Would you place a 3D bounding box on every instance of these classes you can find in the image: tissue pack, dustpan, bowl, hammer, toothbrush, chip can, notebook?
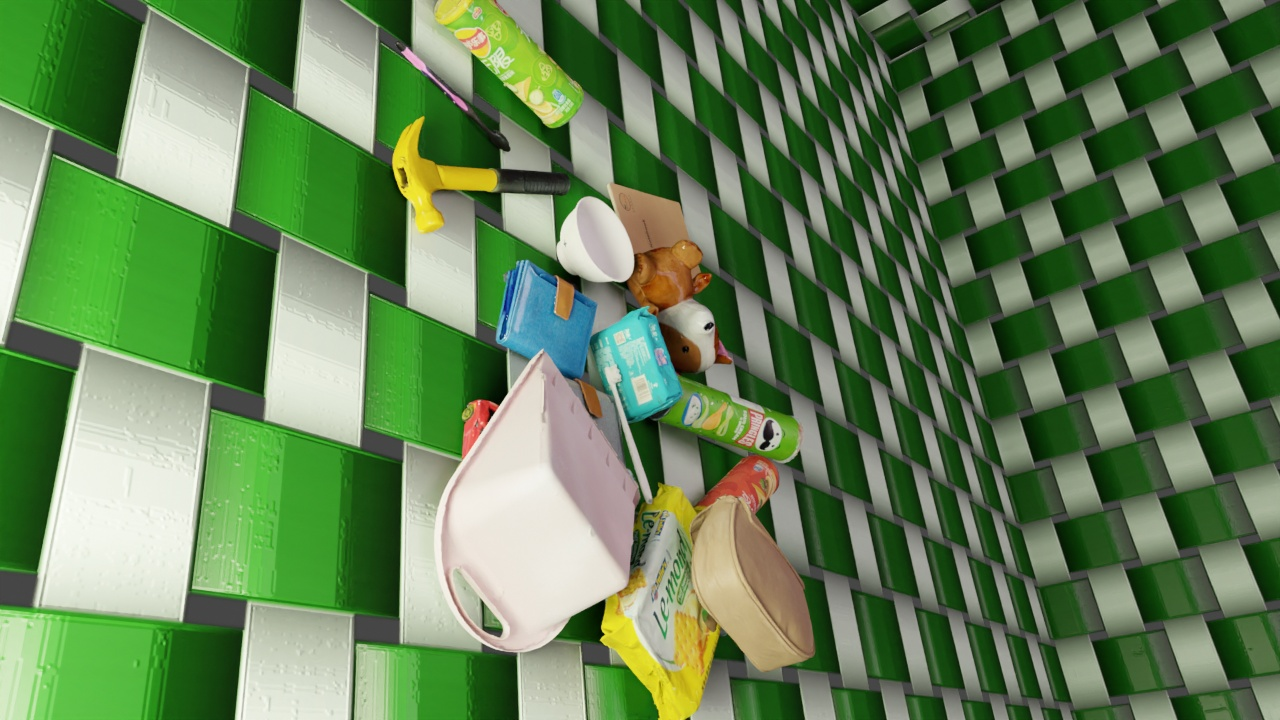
[{"bbox_3d":[-0.007,0.007,1.162,0.050,0.093,0.133,-10,79,-54],"label":"tissue pack"},{"bbox_3d":[-0.110,0.152,0.945,0.222,0.139,0.273,58,12,-21],"label":"dustpan"},{"bbox_3d":[-0.069,-0.145,1.193,0.118,0.065,0.118,35,43,-41],"label":"bowl"},{"bbox_3d":[-0.180,-0.217,1.099,0.300,0.033,0.128,-14,84,-59],"label":"hammer"},{"bbox_3d":[-0.012,0.088,1.116,0.016,0.016,0.180,25,45,-63],"label":"toothbrush"},{"bbox_3d":[-0.224,-0.320,1.116,0.189,0.014,0.017,41,29,-36],"label":"toothbrush"},{"bbox_3d":[0.118,0.080,1.276,0.235,0.072,0.072,21,52,-31],"label":"chip can"},{"bbox_3d":[0.128,0.198,1.268,0.216,0.073,0.073,-27,93,-60],"label":"chip can"},{"bbox_3d":[0.027,-0.194,1.431,0.207,0.008,0.147,0,70,-58],"label":"notebook"},{"bbox_3d":[-0.165,-0.397,1.201,0.221,0.073,0.072,38,41,-40],"label":"chip can"}]

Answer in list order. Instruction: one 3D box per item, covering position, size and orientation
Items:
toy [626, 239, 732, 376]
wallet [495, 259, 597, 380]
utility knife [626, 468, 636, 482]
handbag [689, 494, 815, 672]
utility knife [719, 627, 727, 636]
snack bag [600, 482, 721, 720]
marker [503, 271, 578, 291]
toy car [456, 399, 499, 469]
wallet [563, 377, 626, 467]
[{"bbox_3d":[0.058,-0.066,1.290,0.140,0.131,0.199,-21,100,-26],"label":"toy"},{"bbox_3d":[-0.107,-0.046,1.080,0.133,0.040,0.106,31,63,-46],"label":"wallet"},{"bbox_3d":[-0.076,0.135,1.018,0.218,0.018,0.034,3,70,-49],"label":"utility knife"},{"bbox_3d":[0.124,0.263,1.066,0.204,0.100,0.147,55,25,-28],"label":"handbag"},{"bbox_3d":[0.118,0.296,1.244,0.029,0.013,0.175,47,36,-33],"label":"utility knife"},{"bbox_3d":[0.030,0.276,1.059,0.158,0.068,0.245,59,30,-22],"label":"snack bag"},{"bbox_3d":[-0.121,-0.095,1.126,0.130,0.018,0.022,6,50,-57],"label":"marker"},{"bbox_3d":[-0.157,0.091,0.933,0.049,0.031,0.106,34,46,-41],"label":"toy car"},{"bbox_3d":[-0.064,0.073,1.083,0.129,0.037,0.106,27,49,-49],"label":"wallet"}]
